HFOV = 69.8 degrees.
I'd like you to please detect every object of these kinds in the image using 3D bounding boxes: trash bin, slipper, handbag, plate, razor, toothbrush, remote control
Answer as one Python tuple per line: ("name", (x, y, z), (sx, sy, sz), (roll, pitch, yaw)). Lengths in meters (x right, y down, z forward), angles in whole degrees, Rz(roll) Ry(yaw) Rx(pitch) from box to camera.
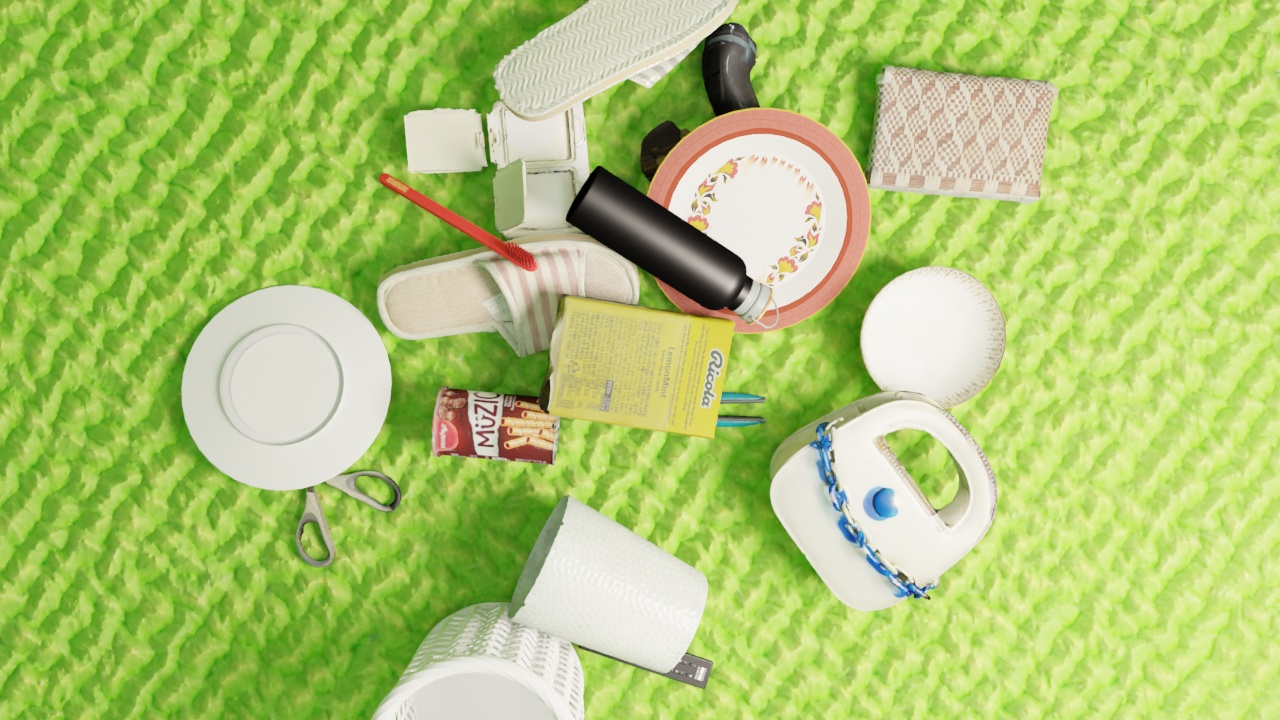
("trash bin", (-0.029, 0.225, 0.902), (0.161, 0.133, 0.133), (26, 90, -8))
("slipper", (-0.020, -0.320, 0.909), (0.272, 0.054, 0.114), (-35, 69, -10))
("handbag", (0.240, 0.133, 0.898), (0.200, 0.092, 0.200), (-38, 94, 16))
("plate", (0.115, -0.137, 0.923), (0.230, 0.021, 0.230), (-1, 113, -2))
("razor", (0.102, -0.269, 0.934), (0.063, 0.053, 0.140), (-20, 98, -28))
("toothbrush", (-0.182, -0.140, 0.895), (0.212, 0.018, 0.012), (31, 63, 23))
("remote control", (0.006, 0.308, 0.960), (0.140, 0.009, 0.030), (19, 90, -2))
("plate", (-0.357, 0.025, 0.921), (0.208, 0.015, 0.208), (0, 82, -2))
("handbag", (0.326, -0.231, 0.943), (0.186, 0.047, 0.124), (5, 99, -2))
("slipper", (-0.132, -0.059, 0.910), (0.263, 0.052, 0.115), (-6, 122, 1))

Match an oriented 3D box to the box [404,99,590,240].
("box", (-0.140, -0.190, 0.899), (0.184, 0.099, 0.143), (-6, 92, -2))

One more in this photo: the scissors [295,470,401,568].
("scissors", (-0.325, 0.133, 0.942), (0.157, 0.012, 0.171), (2, 92, -4))

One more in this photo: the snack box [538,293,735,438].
("snack box", (-0.005, 0.005, 0.899), (0.180, 0.045, 0.121), (8, 94, -17))

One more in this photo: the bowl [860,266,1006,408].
("bowl", (0.289, -0.023, 0.936), (0.145, 0.063, 0.145), (0, 92, -3))

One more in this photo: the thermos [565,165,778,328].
("thermos", (0.041, -0.100, 0.888), (0.231, 0.061, 0.061), (31, 90, -14))

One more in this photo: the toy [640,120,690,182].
("toy", (0.050, -0.208, 0.922), (0.100, 0.062, 0.076), (-14, 110, 16))

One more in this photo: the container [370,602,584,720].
("container", (-0.147, 0.344, 0.866), (0.189, 0.187, 0.189), (0, 91, -2))

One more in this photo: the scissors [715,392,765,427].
("scissors", (0.058, 0.057, 0.952), (0.136, 0.019, 0.139), (-39, 94, -1))

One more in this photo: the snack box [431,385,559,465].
("snack box", (-0.142, 0.066, 0.919), (0.121, 0.072, 0.072), (5, 91, -3))
